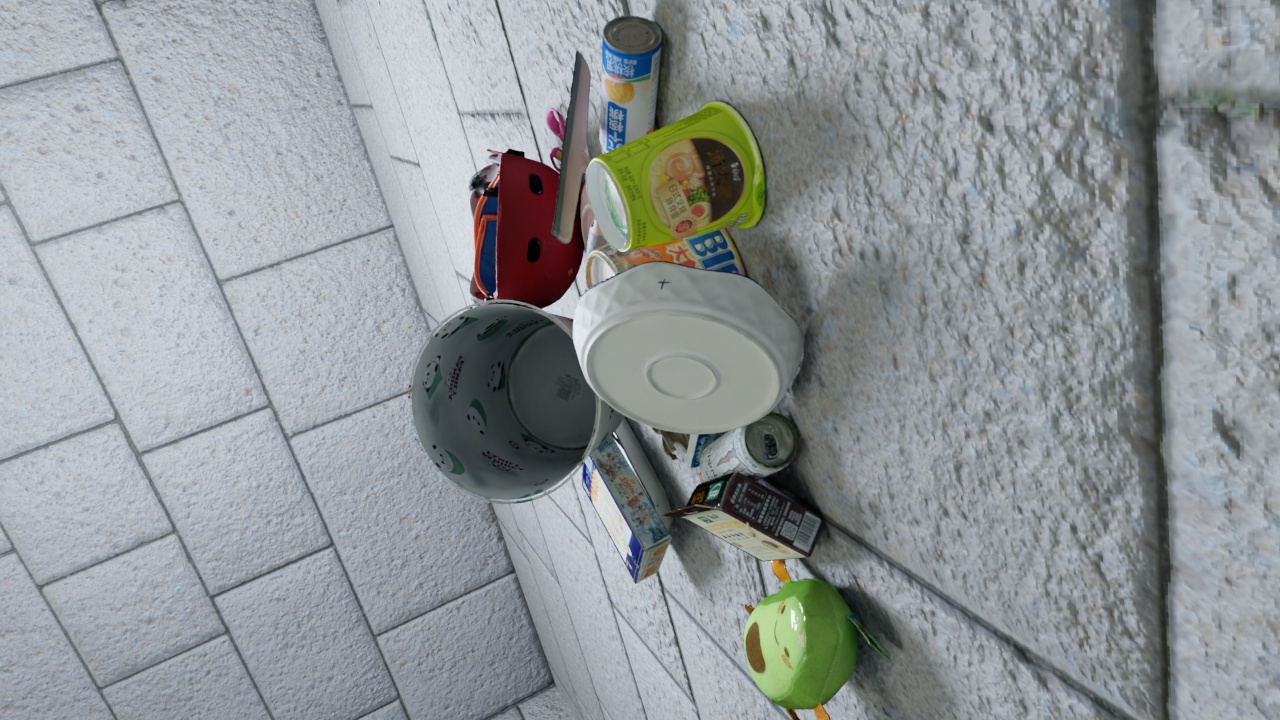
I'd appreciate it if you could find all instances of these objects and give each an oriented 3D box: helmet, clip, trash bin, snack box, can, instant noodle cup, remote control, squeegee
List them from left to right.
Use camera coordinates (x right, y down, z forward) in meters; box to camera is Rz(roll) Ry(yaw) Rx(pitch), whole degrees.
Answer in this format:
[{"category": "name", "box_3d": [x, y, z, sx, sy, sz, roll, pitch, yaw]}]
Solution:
[{"category": "helmet", "box_3d": [-0.138, -0.159, 1.167, 0.240, 0.143, 0.207, 167, 104, -71]}, {"category": "trash bin", "box_3d": [-0.126, 0.039, 1.140, 0.229, 0.230, 0.251, 67, -166, 2]}, {"category": "squeegee", "box_3d": [-0.049, -0.143, 0.958, 0.250, 0.040, 0.247, 87, -176, -57]}, {"category": "snack box", "box_3d": [-0.026, 0.216, 1.332, 0.182, 0.045, 0.178, 58, 162, 21]}, {"category": "can", "box_3d": [-0.011, -0.250, 0.861, 0.053, 0.053, 0.135, 57, 159, 29]}, {"category": "instant noodle cup", "box_3d": [0.021, -0.067, 0.891, 0.151, 0.111, 0.152, 55, 158, 34]}, {"category": "clip", "box_3d": [0.035, 0.090, 1.158, 0.100, 0.034, 0.070, -129, 23, -53]}, {"category": "instant noodle cup", "box_3d": [0.024, -0.146, 0.772, 0.111, 0.123, 0.112, 54, 157, 35]}, {"category": "remote control", "box_3d": [0.077, 0.074, 0.994, 0.125, 0.049, 0.024, 97, 149, -55]}, {"category": "snack box", "box_3d": [0.100, 0.157, 0.918, 0.125, 0.053, 0.113, 30, 159, -7]}, {"category": "can", "box_3d": [0.106, 0.094, 0.921, 0.058, 0.058, 0.147, 65, 162, 9]}]

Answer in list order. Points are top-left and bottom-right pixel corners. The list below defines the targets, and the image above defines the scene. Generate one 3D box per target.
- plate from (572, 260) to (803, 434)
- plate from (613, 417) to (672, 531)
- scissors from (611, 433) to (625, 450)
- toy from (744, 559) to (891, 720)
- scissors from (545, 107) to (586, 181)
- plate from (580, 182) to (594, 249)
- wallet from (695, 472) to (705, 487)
[{"category": "plate", "box_3d": [0.038, 0.000, 0.805, 0.205, 0.205, 0.045, 93, -175, -53]}, {"category": "plate", "box_3d": [-0.019, 0.158, 1.383, 0.265, 0.034, 0.162, 59, 160, 23]}, {"category": "scissors", "box_3d": [-0.065, 0.071, 1.333, 0.178, 0.014, 0.160, 47, 158, 43]}, {"category": "toy", "box_3d": [0.161, 0.293, 0.939, 0.247, 0.090, 0.226, 106, 154, -58]}, {"category": "scissors", "box_3d": [-0.084, -0.256, 1.123, 0.133, 0.017, 0.118, 35, 143, 51]}, {"category": "plate", "box_3d": [-0.024, -0.128, 1.053, 0.192, 0.039, 0.193, 52, 156, 34]}, {"category": "wallet", "box_3d": [0.103, 0.171, 1.063, 0.090, 0.033, 0.115, 68, 165, -2]}]
